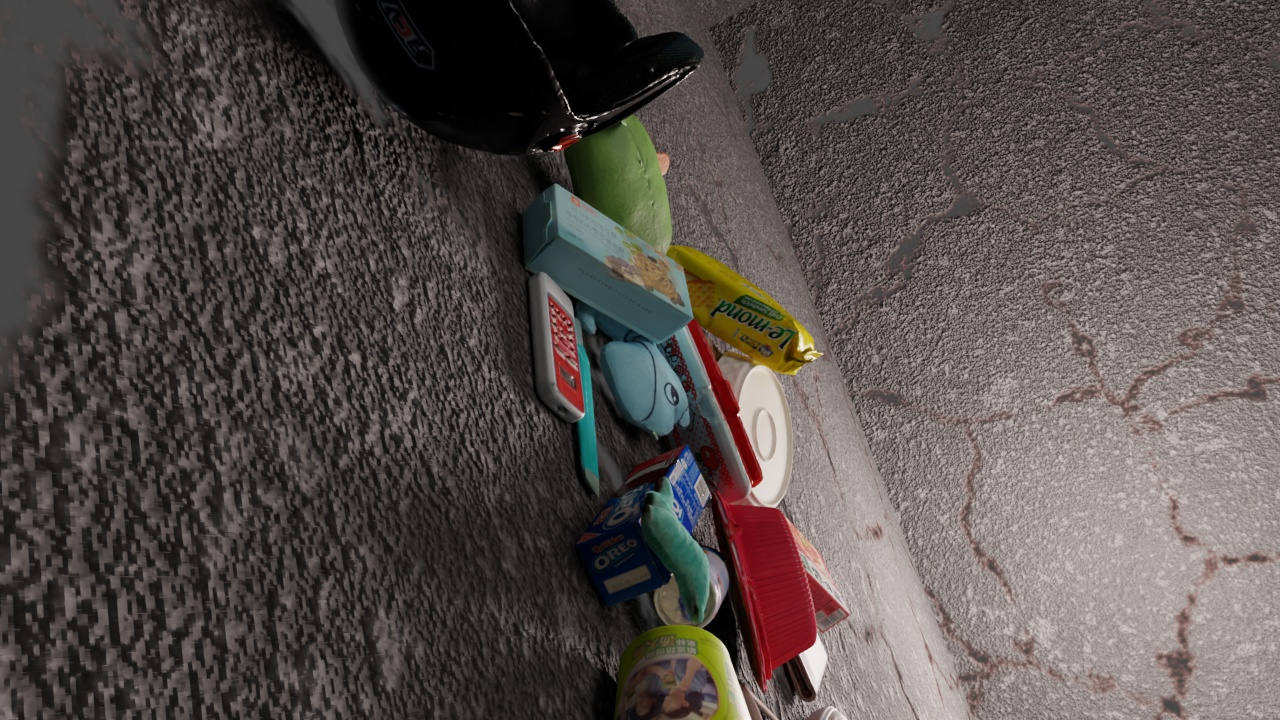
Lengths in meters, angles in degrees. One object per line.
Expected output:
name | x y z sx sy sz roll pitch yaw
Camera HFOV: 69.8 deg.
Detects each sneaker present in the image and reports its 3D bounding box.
sneaker | 0.228 0.450 0.959 0.089 0.091 0.241 62 17 -17

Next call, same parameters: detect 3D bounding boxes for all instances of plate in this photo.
plate | 0.132 0.091 1.101 0.204 0.046 0.204 16 71 -58

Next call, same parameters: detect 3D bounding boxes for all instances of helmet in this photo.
helmet | -0.101 -0.258 0.645 0.233 0.231 0.274 61 25 -16

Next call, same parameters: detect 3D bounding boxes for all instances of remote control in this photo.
remote control | -0.071 -0.013 0.774 0.056 0.020 0.135 47 26 -47

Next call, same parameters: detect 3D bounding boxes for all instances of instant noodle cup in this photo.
instant noodle cup | 0.028 0.245 0.606 0.112 0.112 0.123 59 12 -25
instant noodle cup | 0.120 0.214 0.883 0.194 0.066 0.194 164 -87 -88

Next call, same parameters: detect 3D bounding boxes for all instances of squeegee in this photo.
squeegee | 0.094 0.357 0.765 0.248 0.040 0.249 54 22 -38

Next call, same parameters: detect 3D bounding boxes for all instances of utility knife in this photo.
utility knife | -0.049 0.033 0.789 0.029 0.013 0.186 51 25 -47

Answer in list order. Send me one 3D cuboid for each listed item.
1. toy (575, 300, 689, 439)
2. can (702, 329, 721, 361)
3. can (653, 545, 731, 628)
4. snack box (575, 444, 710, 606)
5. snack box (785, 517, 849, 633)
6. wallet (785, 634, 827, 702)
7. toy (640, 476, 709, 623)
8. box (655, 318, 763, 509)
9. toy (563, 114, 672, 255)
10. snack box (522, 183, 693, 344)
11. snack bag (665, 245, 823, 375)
toy | -0.005 0.005 0.894 0.161 0.050 0.156 33 43 -37
can | 0.080 0.013 1.132 0.116 0.059 0.058 50 24 -44
can | 0.045 0.189 0.770 0.134 0.053 0.053 27 42 -79
snack box | 0.009 0.130 0.765 0.057 0.058 0.207 65 17 -5
snack box | 0.187 0.248 1.110 0.127 0.044 0.113 46 13 -30
wallet | 0.194 0.335 1.101 0.106 0.037 0.129 69 17 6
toy | 0.025 0.129 0.667 0.092 0.030 0.096 60 15 -24
box | 0.064 0.051 0.963 0.201 0.095 0.099 68 -16 5
toy | -0.021 -0.163 0.965 0.226 0.090 0.247 -50 135 -47
snack box | -0.029 -0.088 0.860 0.174 0.052 0.074 29 38 -35
snack bag | 0.117 -0.067 1.153 0.246 0.068 0.157 34 13 11
